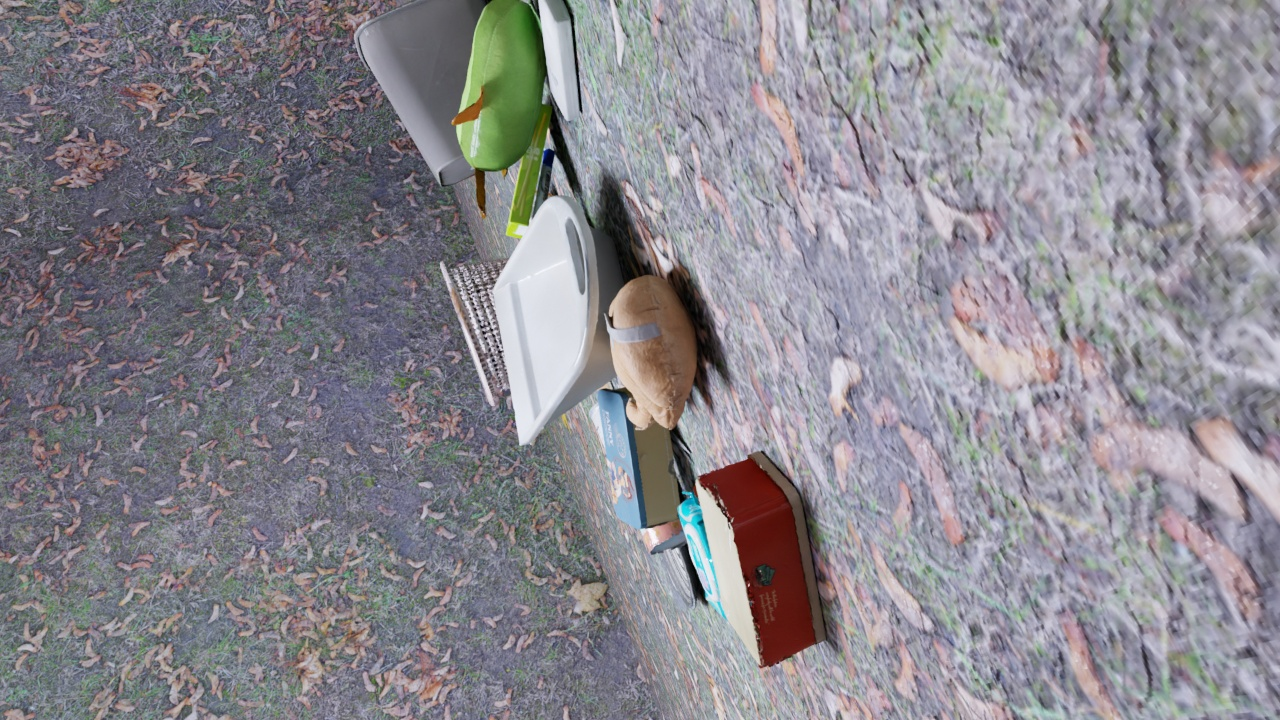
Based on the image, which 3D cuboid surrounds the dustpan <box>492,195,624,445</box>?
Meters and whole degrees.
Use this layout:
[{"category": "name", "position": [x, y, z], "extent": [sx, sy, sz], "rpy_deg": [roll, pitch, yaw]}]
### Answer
[{"category": "dustpan", "position": [-0.109, -0.057, 1.026], "extent": [0.142, 0.258, 0.222], "rpy_deg": [18, -128, -51]}]

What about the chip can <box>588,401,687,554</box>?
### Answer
[{"category": "chip can", "position": [0.002, 0.150, 1.229], "extent": [0.071, 0.071, 0.214], "rpy_deg": [91, 156, -63]}]

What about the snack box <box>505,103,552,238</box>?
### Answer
[{"category": "snack box", "position": [-0.142, -0.239, 1.166], "extent": [0.086, 0.026, 0.156], "rpy_deg": [171, 111, -79]}]

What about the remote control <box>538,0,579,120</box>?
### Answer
[{"category": "remote control", "position": [-0.083, -0.316, 0.949], "extent": [0.135, 0.019, 0.056], "rpy_deg": [88, 160, -58]}]

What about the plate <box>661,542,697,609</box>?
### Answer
[{"category": "plate", "position": [0.051, 0.275, 1.342], "extent": [0.179, 0.024, 0.179], "rpy_deg": [161, 91, -80]}]

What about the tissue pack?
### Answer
[{"category": "tissue pack", "position": [0.083, 0.203, 0.975], "extent": [0.093, 0.050, 0.133], "rpy_deg": [-177, 68, -79]}]

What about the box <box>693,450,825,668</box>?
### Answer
[{"category": "box", "position": [0.094, 0.173, 0.785], "extent": [0.091, 0.080, 0.168], "rpy_deg": [-131, 24, -61]}]

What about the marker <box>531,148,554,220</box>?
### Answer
[{"category": "marker", "position": [-0.126, -0.220, 1.184], "extent": [0.017, 0.017, 0.145], "rpy_deg": [84, -172, -52]}]

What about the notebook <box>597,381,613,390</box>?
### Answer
[{"category": "notebook", "position": [-0.052, 0.069, 1.513], "extent": [0.150, 0.012, 0.211], "rpy_deg": [106, 143, -74]}]

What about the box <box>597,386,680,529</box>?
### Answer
[{"category": "box", "position": [-0.003, 0.108, 1.116], "extent": [0.090, 0.061, 0.184], "rpy_deg": [2, 104, 67]}]

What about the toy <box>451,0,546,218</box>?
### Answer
[{"category": "toy", "position": [-0.159, -0.297, 1.047], "extent": [0.226, 0.090, 0.247], "rpy_deg": [-69, -3, -56]}]

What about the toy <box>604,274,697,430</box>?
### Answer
[{"category": "toy", "position": [0.008, -0.002, 0.905], "extent": [0.226, 0.082, 0.143], "rpy_deg": [98, 164, -73]}]

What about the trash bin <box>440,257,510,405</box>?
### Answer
[{"category": "trash bin", "position": [-0.173, -0.069, 1.375], "extent": [0.228, 0.192, 0.227], "rpy_deg": [159, 91, -80]}]

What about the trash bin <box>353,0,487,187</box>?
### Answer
[{"category": "trash bin", "position": [-0.272, -0.391, 1.336], "extent": [0.220, 0.199, 0.199], "rpy_deg": [64, 171, -5]}]

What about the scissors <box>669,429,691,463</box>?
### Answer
[{"category": "scissors", "position": [0.029, 0.082, 1.140], "extent": [0.147, 0.014, 0.172], "rpy_deg": [98, 148, -65]}]

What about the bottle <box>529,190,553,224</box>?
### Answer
[{"category": "bottle", "position": [-0.152, -0.211, 1.365], "extent": [0.108, 0.063, 0.063], "rpy_deg": [145, 105, -79]}]
